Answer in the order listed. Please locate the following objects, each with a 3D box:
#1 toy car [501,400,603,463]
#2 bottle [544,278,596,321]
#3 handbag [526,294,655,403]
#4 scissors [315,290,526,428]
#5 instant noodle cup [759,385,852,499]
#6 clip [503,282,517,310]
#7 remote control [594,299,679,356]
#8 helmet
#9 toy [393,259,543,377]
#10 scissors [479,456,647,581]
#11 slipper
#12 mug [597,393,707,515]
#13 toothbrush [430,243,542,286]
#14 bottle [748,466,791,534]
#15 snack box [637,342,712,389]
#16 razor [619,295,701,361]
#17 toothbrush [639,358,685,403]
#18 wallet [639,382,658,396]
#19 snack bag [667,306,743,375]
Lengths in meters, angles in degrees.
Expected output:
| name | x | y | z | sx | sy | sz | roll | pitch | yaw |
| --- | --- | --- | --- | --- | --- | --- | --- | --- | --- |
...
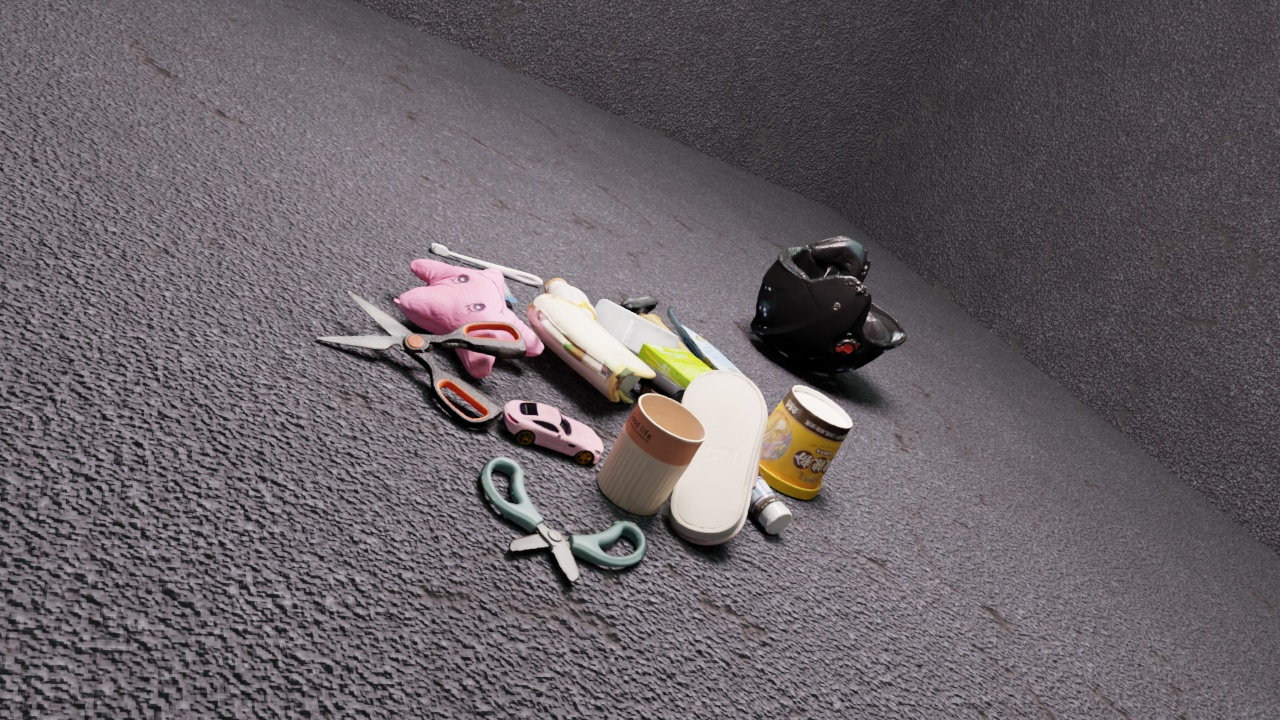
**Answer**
| name | x | y | z | sx | sy | sz | roll | pitch | yaw |
| --- | --- | --- | --- | --- | --- | --- | --- | --- | --- |
| toy car | -0.095 | 0.075 | 1.010 | 0.122 | 0.037 | 0.056 | 22 | 24 | -21 |
| bottle | -0.105 | -0.077 | 1.302 | 0.063 | 0.063 | 0.108 | 15 | 26 | -33 |
| handbag | -0.077 | -0.015 | 1.148 | 0.163 | 0.063 | 0.178 | 40 | 7 | 18 |
| scissors | -0.225 | -0.009 | 1.005 | 0.227 | 0.022 | 0.221 | -21 | 62 | -37 |
| instant noodle cup | 0.213 | 0.105 | 1.225 | 0.118 | 0.115 | 0.118 | 26 | 21 | -11 |
| clip | -0.193 | -0.092 | 1.290 | 0.025 | 0.037 | 0.058 | 11 | 31 | -35 |
| remote control | -0.011 | -0.039 | 1.354 | 0.136 | 0.055 | 0.020 | 26 | -11 | -6 |
| helmet | 0.338 | -0.086 | 1.666 | 0.274 | 0.231 | 0.232 | 37 | 29 | -7 |
| toy | -0.210 | -0.054 | 1.097 | 0.178 | 0.075 | 0.194 | 2 | 46 | -40 |
| scissors | -0.073 | 0.152 | 0.888 | 0.169 | 0.019 | 0.171 | 12 | 26 | -41 |
| slipper | 0.088 | 0.112 | 1.073 | 0.114 | 0.054 | 0.273 | 5 | 40 | 7 |
| mug | 0.009 | 0.095 | 0.998 | 0.081 | 0.106 | 0.114 | 23 | 22 | -16 |
| toothbrush | -0.226 | -0.141 | 1.363 | 0.180 | 0.016 | 0.016 | 17 | 19 | -28 |
| bottle | 0.114 | 0.134 | 1.133 | 0.079 | 0.044 | 0.195 | 4 | 33 | -41 |
| snack box | 0.072 | 0.024 | 1.248 | 0.085 | 0.026 | 0.156 | 10 | 21 | -40 |
| razor | 0.037 | -0.037 | 1.403 | 0.167 | 0.067 | 0.062 | 45 | -2 | 20 |
| toothbrush | -0.007 | 0.007 | 1.251 | 0.027 | 0.026 | 0.213 | 8 | 18 | -38 |
| wallet | 0.047 | 0.036 | 1.291 | 0.101 | 0.032 | 0.124 | 23 | 21 | -9 |
| snack bag | 0.109 | -0.002 | 1.417 | 0.191 | 0.039 | 0.110 | 48 | 8 | 38 |
